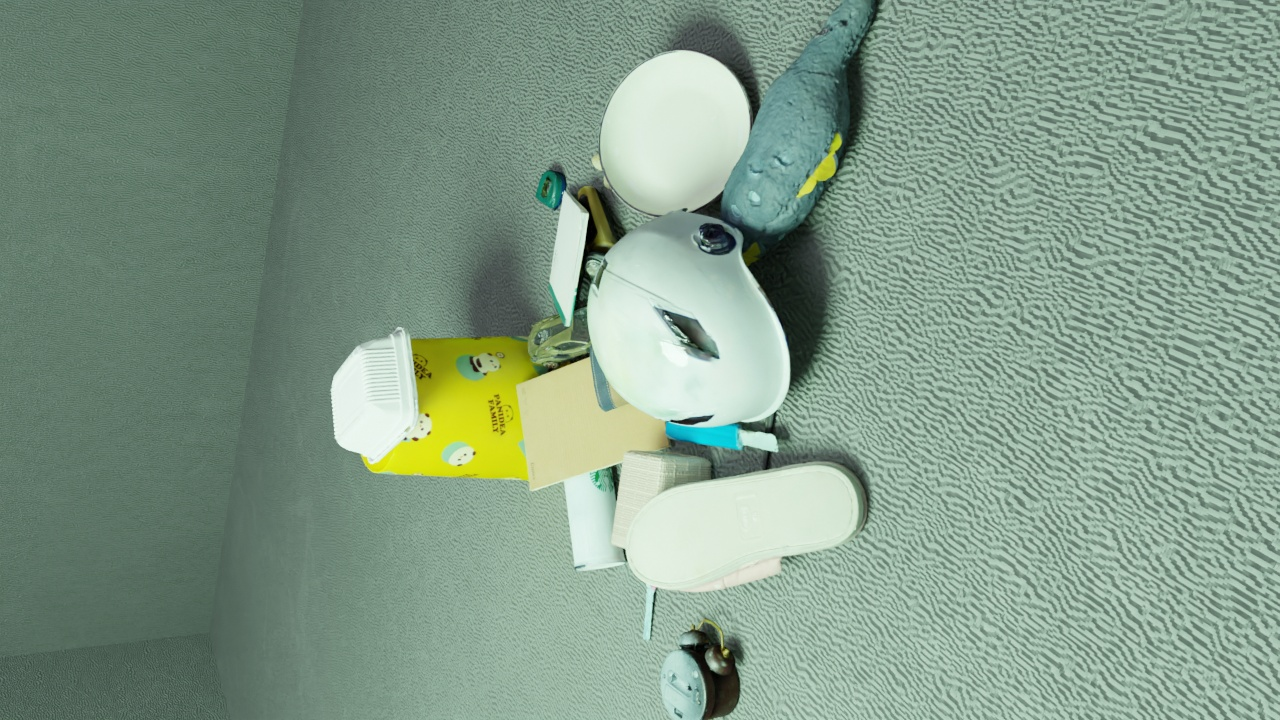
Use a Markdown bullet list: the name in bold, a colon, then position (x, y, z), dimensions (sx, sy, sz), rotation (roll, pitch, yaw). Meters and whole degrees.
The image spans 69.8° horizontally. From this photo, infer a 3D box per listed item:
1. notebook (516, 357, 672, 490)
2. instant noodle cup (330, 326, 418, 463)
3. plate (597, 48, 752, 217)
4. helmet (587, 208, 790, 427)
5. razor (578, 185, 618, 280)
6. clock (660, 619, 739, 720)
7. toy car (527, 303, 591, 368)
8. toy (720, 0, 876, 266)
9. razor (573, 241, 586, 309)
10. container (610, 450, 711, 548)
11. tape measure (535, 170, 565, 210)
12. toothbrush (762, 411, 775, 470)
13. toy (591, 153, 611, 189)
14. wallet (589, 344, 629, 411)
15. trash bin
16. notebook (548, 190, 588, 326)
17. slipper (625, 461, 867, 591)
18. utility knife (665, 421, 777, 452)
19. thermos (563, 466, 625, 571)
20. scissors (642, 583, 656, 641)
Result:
- **notebook**: position (-0.066, 0.069, 1.184), dimensions (0.212, 0.012, 0.149), rotation (-20, 69, 25)
- **instant noodle cup**: position (-0.347, 0.047, 1.176), dimensions (0.174, 0.060, 0.138), rotation (-37, 58, 49)
- **plate**: position (0.043, -0.258, 1.059), dimensions (0.193, 0.039, 0.192), rotation (0, 90, 26)
- **helmet**: position (0.029, -0.032, 0.959), dimensions (0.258, 0.145, 0.229), rotation (-128, 28, -46)
- **razor**: position (-0.057, -0.168, 1.224), dimensions (0.062, 0.067, 0.167), rotation (-50, 43, 40)
- **clock**: position (0.068, 0.348, 1.016), dimensions (0.082, 0.055, 0.122), rotation (18, 101, 54)
- **toy car**: position (-0.092, -0.039, 1.252), dimensions (0.158, 0.042, 0.070), rotation (-17, 62, 34)
- **toy**: position (0.145, -0.206, 0.928), dimensions (0.137, 0.091, 0.357), rotation (-91, 25, -59)
- **razor**: position (-0.090, -0.123, 1.297), dimensions (0.042, 0.022, 0.143), rotation (-115, 33, -73)
- **container**: position (0.027, 0.163, 1.061), dimensions (0.090, 0.089, 0.111), rotation (3, 86, 55)
- **tape measure**: position (-0.134, -0.256, 1.366), dimensions (0.058, 0.025, 0.055), rotation (43, 123, 46)
- **toothbrush**: position (0.134, 0.072, 0.976), dimensions (0.016, 0.018, 0.181), rotation (11, 96, 57)
- **toy**: position (-0.010, -0.253, 1.169), dimensions (0.157, 0.066, 0.105), rotation (0, 120, 58)
- **wallet**: position (-0.007, 0.007, 1.134), dimensions (0.115, 0.033, 0.090), rotation (-19, 73, 30)
- **trash bin**: position (-0.256, 0.068, 1.319), dimensions (0.230, 0.254, 0.229), rotation (-5, 84, 55)
- **notebook**: position (-0.102, -0.146, 1.259), dimensions (0.209, 0.012, 0.150), rotation (-122, 41, -68)
- **slipper**: position (0.104, 0.169, 0.942), dimensions (0.275, 0.054, 0.114), rotation (-22, 73, 29)
- **utility knife**: position (0.088, 0.083, 1.026), dimensions (0.203, 0.018, 0.034), rotation (5, 89, 59)
- **thermos**: position (-0.066, 0.159, 1.209), dimensions (0.073, 0.073, 0.224), rotation (-29, 64, 50)
- **scissors**: position (0.010, 0.285, 1.138), dimensions (0.064, 0.017, 0.135), rotation (23, 110, 53)
